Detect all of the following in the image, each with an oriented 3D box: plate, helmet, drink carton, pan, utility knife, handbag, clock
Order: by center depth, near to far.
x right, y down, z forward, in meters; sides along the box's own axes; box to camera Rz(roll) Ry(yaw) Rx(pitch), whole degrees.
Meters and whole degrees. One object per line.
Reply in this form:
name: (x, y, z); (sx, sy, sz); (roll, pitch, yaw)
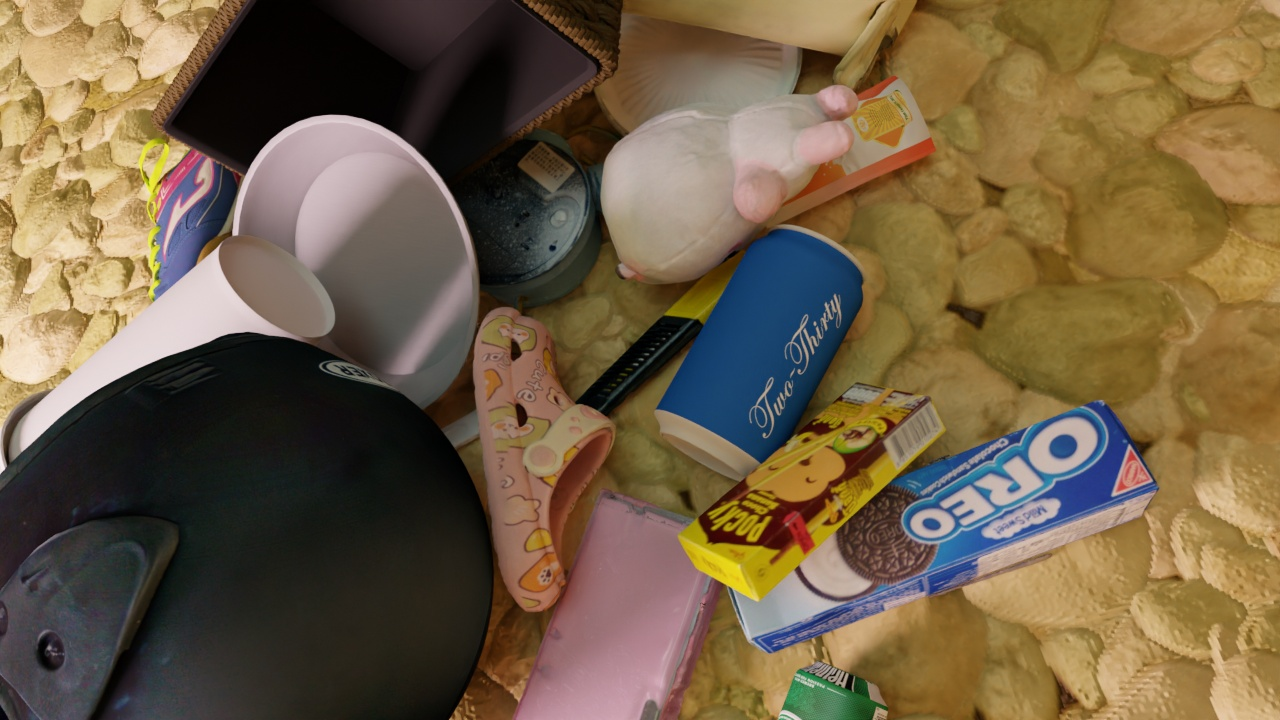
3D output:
helmet: (-0.226, 0.153, 0.506); (0.316, 0.249, 0.236); (-43, 68, 6)
utility knife: (-0.004, 0.004, 0.617); (0.213, 0.020, 0.029); (-42, 46, 0)
handbag: (0.089, -0.292, 0.627); (0.233, 0.088, 0.191); (11, 86, 1)
drink carton: (0.130, -0.142, 0.628); (0.122, 0.039, 0.069); (-25, 64, 14)
pan: (-0.242, -0.017, 0.645); (0.358, 0.050, 0.200); (-37, 87, 28)
clock: (-0.072, -0.108, 0.660); (0.118, 0.060, 0.162); (40, 84, 26)
plate: (0.040, -0.222, 0.679); (0.157, 0.014, 0.156); (-2, 78, 9)

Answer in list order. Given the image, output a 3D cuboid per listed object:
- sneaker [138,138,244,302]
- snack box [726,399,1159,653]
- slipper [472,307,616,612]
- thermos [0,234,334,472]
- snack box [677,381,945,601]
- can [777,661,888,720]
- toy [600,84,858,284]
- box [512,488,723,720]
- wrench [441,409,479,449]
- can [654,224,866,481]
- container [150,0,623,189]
sneaker: (-0.359, -0.093, 0.730); (0.091, 0.116, 0.241); (15, 68, -7)
snack box: (0.159, 0.096, 0.509); (0.226, 0.059, 0.059); (-22, 60, 8)
slipper: (-0.055, 0.051, 0.561); (0.081, 0.093, 0.197); (-9, 59, -1)
thermos: (-0.303, 0.021, 0.598); (0.222, 0.131, 0.131); (-40, 62, 18)
snack box: (0.094, 0.066, 0.500); (0.148, 0.025, 0.061); (-37, 22, -21)
can: (0.093, 0.214, 0.484); (0.053, 0.053, 0.101); (18, 75, 23)
toy: (0.055, -0.120, 0.583); (0.180, 0.101, 0.138); (-18, 34, 34)
box: (-0.023, 0.197, 0.537); (0.098, 0.037, 0.232); (17, 76, 22)
wrench: (-0.177, 0.078, 0.648); (0.273, 0.009, 0.047); (-29, 64, 5)
can: (0.074, -0.004, 0.562); (0.079, 0.079, 0.146); (26, 79, 24)
container: (-0.159, -0.251, 0.614); (0.322, 0.176, 0.204); (-18, 52, 47)
